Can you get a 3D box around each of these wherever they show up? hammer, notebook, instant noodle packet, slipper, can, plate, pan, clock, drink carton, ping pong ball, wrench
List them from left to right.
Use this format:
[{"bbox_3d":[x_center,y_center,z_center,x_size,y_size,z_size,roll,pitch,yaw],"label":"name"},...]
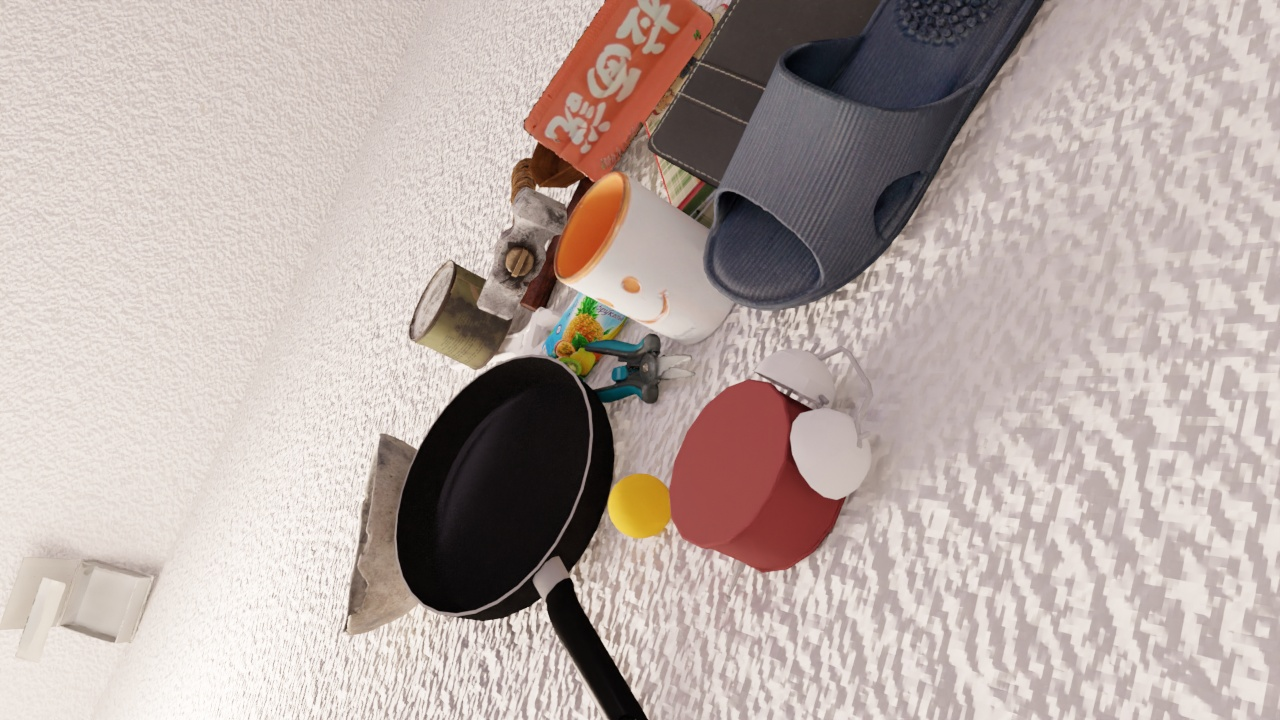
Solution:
[{"bbox_3d":[-0.179,-0.045,0.925,0.090,0.074,0.089,-42,33,36],"label":"can"},{"bbox_3d":[-0.144,-0.012,0.937,0.274,0.018,0.066,-7,60,59],"label":"wrench"},{"bbox_3d":[-0.125,-0.156,0.969,0.122,0.049,0.318,-61,18,21],"label":"hammer"},{"bbox_3d":[-0.069,0.131,0.634,0.204,0.044,0.355,-50,42,6],"label":"pan"},{"bbox_3d":[-0.054,-0.215,0.871,0.132,0.025,0.131,-33,39,31],"label":"plate"},{"bbox_3d":[-0.042,-0.265,0.817,0.164,0.084,0.221,-54,24,10],"label":"instant noodle packet"},{"bbox_3d":[-0.045,-0.185,0.906,0.111,0.028,0.300,17,81,63],"label":"hammer"},{"bbox_3d":[-0.030,-0.042,0.737,0.129,0.044,0.038,-53,29,22],"label":"drink carton"},{"bbox_3d":[0.000,0.090,0.569,0.040,0.040,0.040,-41,34,36],"label":"ping pong ball"},{"bbox_3d":[0.068,0.053,0.476,0.138,0.048,0.096,-50,30,23],"label":"clock"},{"bbox_3d":[0.112,-0.192,0.573,0.169,0.029,0.209,37,96,35],"label":"notebook"},{"bbox_3d":[0.121,-0.142,0.492,0.101,0.082,0.264,42,101,29],"label":"slipper"}]

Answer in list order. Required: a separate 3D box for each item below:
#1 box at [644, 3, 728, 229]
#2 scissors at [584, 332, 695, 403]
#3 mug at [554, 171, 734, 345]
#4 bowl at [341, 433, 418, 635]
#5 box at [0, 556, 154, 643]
[{"bbox_3d":[0.060,-0.190,0.707,0.118,0.050,0.205,-48,32,28],"label":"box"},{"bbox_3d":[-0.007,0.011,0.670,0.145,0.019,0.126,-59,41,37],"label":"scissors"},{"bbox_3d":[0.006,-0.068,0.628,0.082,0.105,0.082,-40,35,36],"label":"mug"},{"bbox_3d":[-0.213,0.158,0.826,0.178,0.081,0.178,-169,91,-71],"label":"bowl"},{"bbox_3d":[-1.421,0.522,2.106,0.173,0.511,0.166,-2,71,56],"label":"box"}]
